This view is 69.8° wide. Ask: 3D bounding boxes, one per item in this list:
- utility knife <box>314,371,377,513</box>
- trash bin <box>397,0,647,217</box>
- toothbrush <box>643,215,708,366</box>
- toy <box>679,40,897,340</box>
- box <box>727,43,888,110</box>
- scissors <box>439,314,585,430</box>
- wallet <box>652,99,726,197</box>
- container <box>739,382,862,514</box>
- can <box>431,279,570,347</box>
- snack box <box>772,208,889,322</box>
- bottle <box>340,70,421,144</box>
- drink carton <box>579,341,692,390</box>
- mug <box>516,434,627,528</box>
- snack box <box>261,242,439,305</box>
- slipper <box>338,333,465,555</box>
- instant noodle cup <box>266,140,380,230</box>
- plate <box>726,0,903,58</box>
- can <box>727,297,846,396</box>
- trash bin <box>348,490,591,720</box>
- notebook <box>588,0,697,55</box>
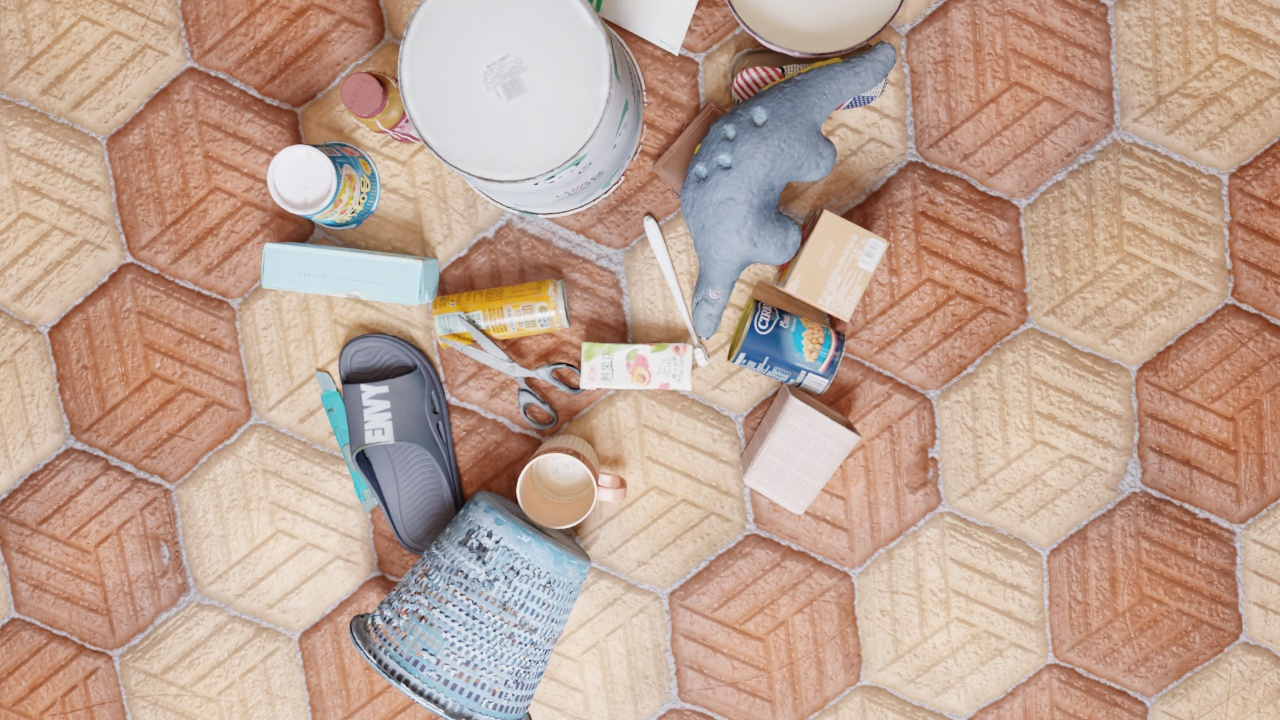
[{"bbox_3d":[-0.338,0.093,1.057,0.029,0.013,0.174,-19,97,3],"label":"utility knife"},{"bbox_3d":[-0.110,-0.256,0.884,0.229,0.251,0.229,0,98,2],"label":"trash bin"},{"bbox_3d":[0.039,-0.077,1.024,0.016,0.016,0.180,-20,96,12],"label":"toothbrush"},{"bbox_3d":[0.117,-0.181,0.942,0.138,0.091,0.357,23,112,-15],"label":"toy"},{"bbox_3d":[0.175,-0.290,0.958,0.163,0.086,0.076,-2,113,-2],"label":"box"},{"bbox_3d":[-0.139,0.015,1.010,0.165,0.014,0.163,-7,116,-17],"label":"scissors"},{"bbox_3d":[0.087,-0.206,1.000,0.124,0.032,0.101,42,100,-4],"label":"wallet"},{"bbox_3d":[0.170,0.098,1.011,0.090,0.089,0.111,31,101,-3],"label":"container"},{"bbox_3d":[-0.153,-0.052,1.010,0.146,0.058,0.058,-8,97,2],"label":"can"},{"bbox_3d":[0.200,-0.102,0.978,0.077,0.094,0.093,26,98,-3],"label":"snack box"},{"bbox_3d":[-0.254,-0.256,0.925,0.057,0.175,0.057,0,97,1],"label":"bottle"},{"bbox_3d":[-0.006,0.006,1.017,0.122,0.045,0.053,1,91,-6],"label":"drink carton"},{"bbox_3d":[-0.072,0.132,1.010,0.114,0.106,0.082,8,98,0],"label":"mug"},{"bbox_3d":[-0.313,-0.095,0.999,0.175,0.074,0.051,7,97,0],"label":"snack box"},{"bbox_3d":[-0.265,0.099,1.023,0.111,0.083,0.268,-15,99,1],"label":"slipper"},{"bbox_3d":[-0.338,-0.188,0.970,0.099,0.110,0.099,0,97,1],"label":"instant noodle cup"},{"bbox_3d":[0.178,-0.394,0.948,0.192,0.039,0.192,0,79,2],"label":"plate"},{"bbox_3d":[0.160,-0.014,1.001,0.111,0.075,0.075,21,98,-2],"label":"can"},{"bbox_3d":[-0.163,0.258,0.991,0.226,0.227,0.195,33,84,-3],"label":"trash bin"},{"bbox_3d":[-0.004,-0.401,0.897,0.150,0.210,0.012,25,66,-2],"label":"notebook"}]
